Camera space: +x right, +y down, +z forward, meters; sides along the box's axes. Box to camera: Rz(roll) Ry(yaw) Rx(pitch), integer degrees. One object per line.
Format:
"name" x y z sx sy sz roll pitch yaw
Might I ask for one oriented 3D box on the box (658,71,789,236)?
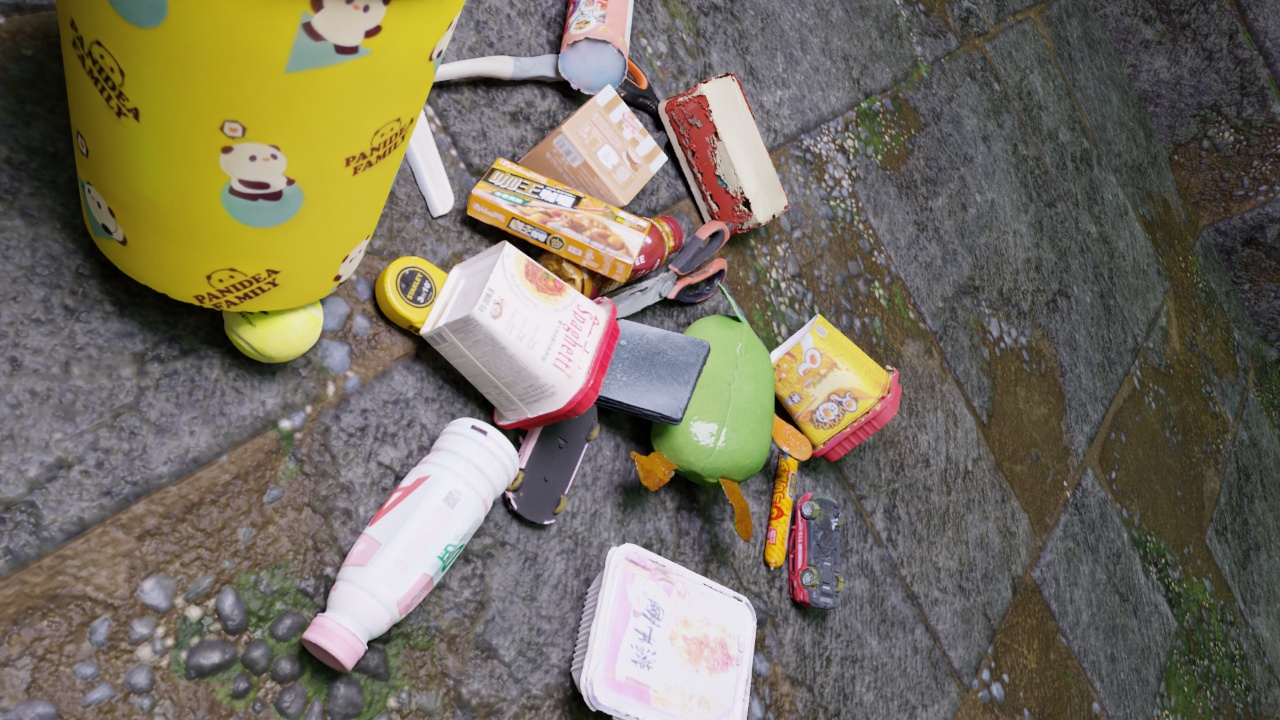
"box" 0.099 -0.228 1.016 0.091 0.079 0.168 -36 105 -47

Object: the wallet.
"wallet" -0.005 0.005 0.838 0.121 0.019 0.097 15 54 12

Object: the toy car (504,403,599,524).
"toy car" -0.077 0.080 0.782 0.056 0.037 0.122 34 66 -26

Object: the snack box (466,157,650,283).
"snack box" -0.071 -0.127 0.822 0.154 0.026 0.075 23 40 -2

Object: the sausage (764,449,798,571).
"sausage" 0.150 0.144 0.965 0.021 0.022 0.164 33 53 -28

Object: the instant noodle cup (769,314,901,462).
"instant noodle cup" 0.203 0.026 0.996 0.123 0.116 0.115 47 27 -2

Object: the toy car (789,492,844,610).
"toy car" 0.180 0.197 0.954 0.053 0.045 0.120 24 64 -36

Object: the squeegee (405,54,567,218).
"squeegee" -0.137 -0.273 0.869 0.245 0.039 0.246 -22 88 -45

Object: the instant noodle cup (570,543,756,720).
"instant noodle cup" 0.015 0.247 0.778 0.173 0.061 0.137 30 55 -28

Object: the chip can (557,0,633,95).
"chip can" -0.040 -0.372 0.953 0.071 0.071 0.214 28 49 -31

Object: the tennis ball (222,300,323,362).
"tennis ball" -0.257 -0.030 0.644 0.065 0.066 0.065 17 62 -36

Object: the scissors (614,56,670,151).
"scissors" 0.021 -0.259 1.020 0.221 0.022 0.223 43 51 -27

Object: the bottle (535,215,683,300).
"bottle" -0.025 -0.100 0.884 0.174 0.058 0.057 -30 94 -44

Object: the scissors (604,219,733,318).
"scissors" 0.033 -0.090 0.910 0.194 0.015 0.206 -59 153 -5

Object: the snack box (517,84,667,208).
"snack box" -0.045 -0.194 0.891 0.093 0.077 0.094 49 49 -15

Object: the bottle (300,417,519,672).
"bottle" -0.165 0.130 0.663 0.068 0.068 0.196 48 52 -17

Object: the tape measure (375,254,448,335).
"tape measure" -0.186 -0.054 0.743 0.057 0.029 0.059 35 53 -28

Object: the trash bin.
"trash bin" -0.234 -0.182 0.558 0.229 0.256 0.229 17 44 -17

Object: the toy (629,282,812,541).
"toy" 0.070 0.047 0.888 0.227 0.090 0.246 29 51 -14

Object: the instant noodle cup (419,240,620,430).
"instant noodle cup" -0.098 -0.021 0.739 0.124 0.117 0.116 41 50 -31
